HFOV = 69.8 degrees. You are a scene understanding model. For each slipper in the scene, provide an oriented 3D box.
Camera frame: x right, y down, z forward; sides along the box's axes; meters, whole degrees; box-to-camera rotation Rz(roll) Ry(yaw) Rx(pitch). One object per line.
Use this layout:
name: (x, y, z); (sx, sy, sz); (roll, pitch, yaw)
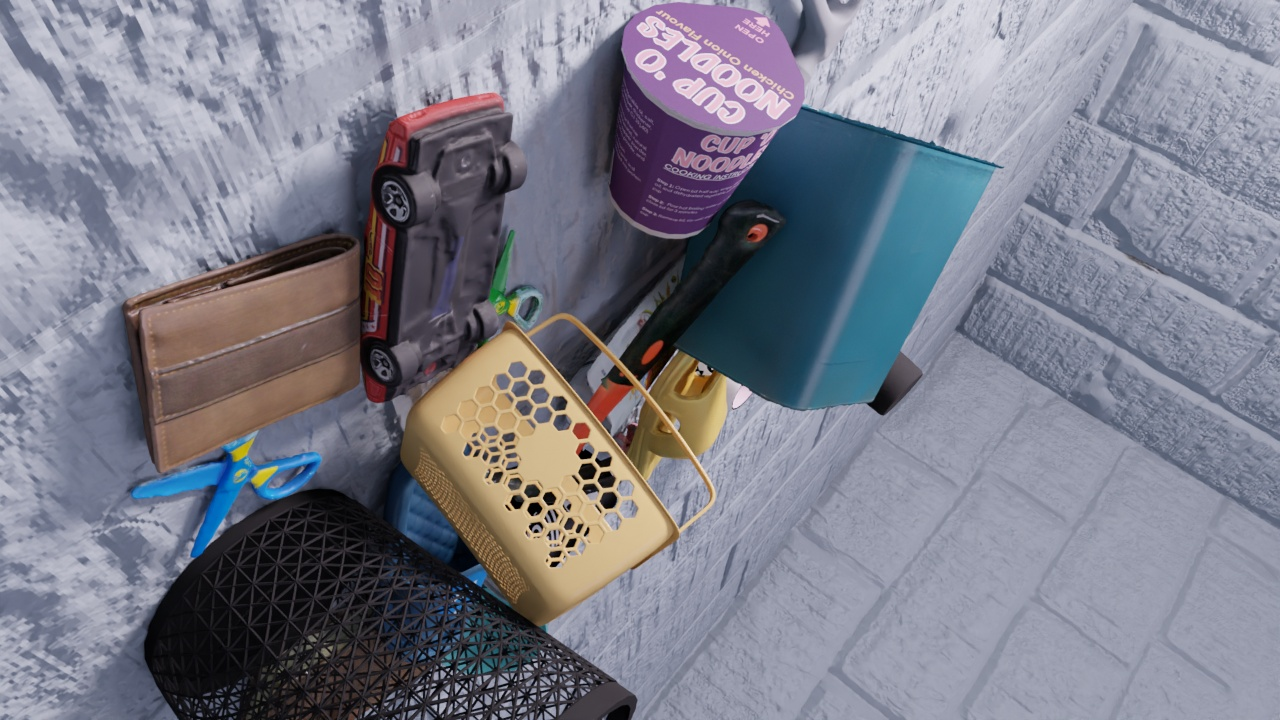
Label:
slipper: (-0.160, 0.157, 0.722); (0.103, 0.059, 0.214); (-31, 136, -47)
slipper: (0.046, 0.055, 0.938); (0.099, 0.078, 0.264); (-58, 174, -37)

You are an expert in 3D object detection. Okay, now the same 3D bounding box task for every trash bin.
trash bin: (-0.165, 0.219, 0.579); (0.216, 0.243, 0.217); (-45, 158, -24)
trash bin: (0.143, -0.091, 0.754); (0.198, 0.197, 0.219); (-3, 117, -46)

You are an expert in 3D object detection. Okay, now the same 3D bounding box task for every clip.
clip: (-0.019, 0.098, 1.039); (0.049, 0.023, 0.059); (-3, 125, -59)

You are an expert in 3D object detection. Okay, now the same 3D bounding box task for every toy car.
toy car: (-0.117, -0.058, 0.514); (0.081, 0.056, 0.190); (-35, 154, -45)

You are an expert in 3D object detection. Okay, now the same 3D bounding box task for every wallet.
wallet: (-0.193, -0.006, 0.463); (0.120, 0.027, 0.099); (-32, 145, -45)

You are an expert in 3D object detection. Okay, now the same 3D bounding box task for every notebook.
notebook: (-0.249, 0.277, 0.793); (0.214, 0.034, 0.191); (-23, 144, -54)

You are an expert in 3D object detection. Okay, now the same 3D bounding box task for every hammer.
hammer: (-0.004, 0.004, 0.728); (0.133, 0.033, 0.334); (14, 127, -38)
hammer: (0.117, -0.309, 0.675); (0.125, 0.029, 0.310); (-55, 160, 4)

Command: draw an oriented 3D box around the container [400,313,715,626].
container: (-0.052, 0.067, 0.638); (0.166, 0.183, 0.129); (-35, 170, -28)

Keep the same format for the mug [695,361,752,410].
mug: (0.092, 0.021, 1.080); (0.090, 0.076, 0.124); (-25, 145, -53)

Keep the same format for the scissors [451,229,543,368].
scissors: (-0.097, -0.043, 0.649); (0.116, 0.012, 0.130); (-32, 152, -49)

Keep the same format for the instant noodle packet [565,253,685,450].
instant noodle packet: (0.027, -0.037, 0.883); (0.268, 0.057, 0.147); (-49, 161, -29)

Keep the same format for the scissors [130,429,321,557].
scissors: (-0.228, 0.061, 0.523); (0.125, 0.013, 0.130); (-13, 131, -61)

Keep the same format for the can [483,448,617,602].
can: (-0.094, 0.153, 0.872); (0.145, 0.080, 0.080); (-43, 157, -28)

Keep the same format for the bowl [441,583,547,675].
bowl: (-0.154, 0.256, 0.919); (0.046, 0.121, 0.121); (-99, -150, -58)

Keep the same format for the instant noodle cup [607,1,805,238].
instant noodle cup: (0.035, -0.158, 0.632); (0.136, 0.122, 0.122); (-50, 171, -37)

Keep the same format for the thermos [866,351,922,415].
thermos: (0.241, -0.031, 1.135); (0.105, 0.218, 0.106); (-41, 162, -16)
